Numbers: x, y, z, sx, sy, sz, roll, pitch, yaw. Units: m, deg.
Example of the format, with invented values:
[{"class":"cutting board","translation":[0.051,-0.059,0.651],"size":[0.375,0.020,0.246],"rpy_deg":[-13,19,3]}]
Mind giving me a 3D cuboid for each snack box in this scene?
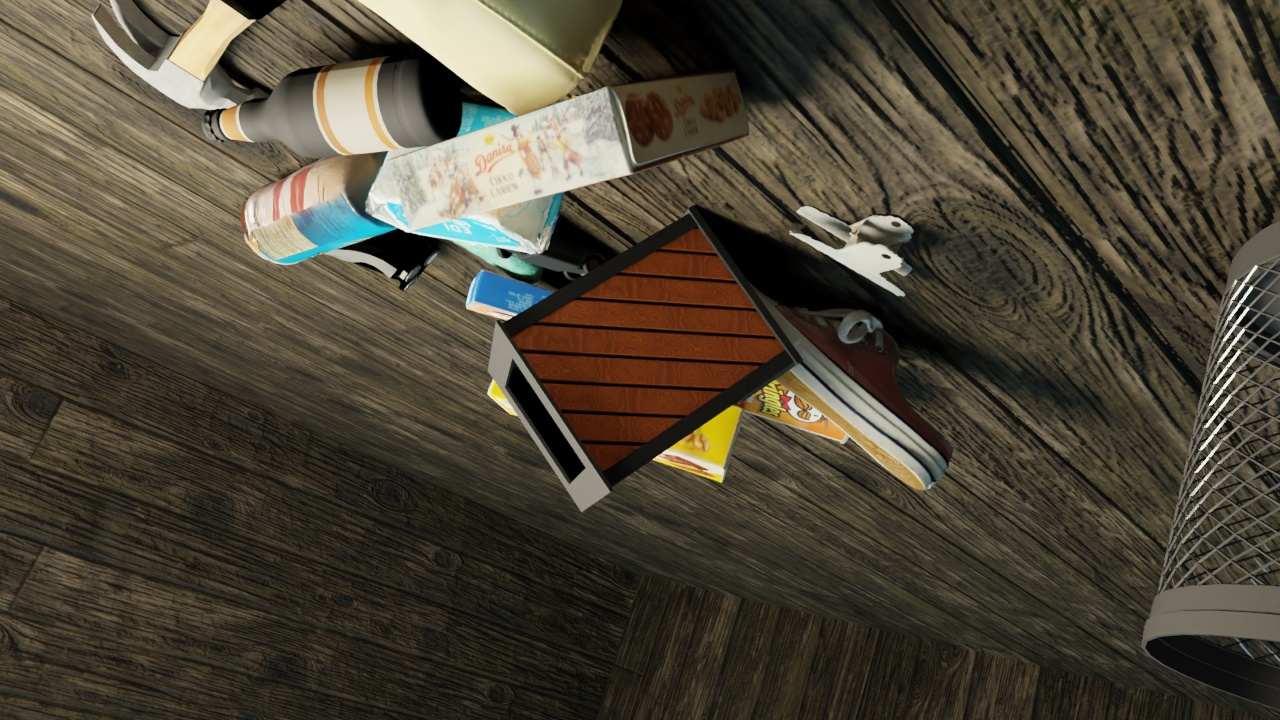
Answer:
[{"class":"snack box","translation":[-0.034,-0.117,0.500],"size":[0.147,0.041,0.142],"rpy_deg":[-7,-164,32]},{"class":"snack box","translation":[-0.020,0.049,0.882],"size":[0.230,0.061,0.110],"rpy_deg":[17,168,8]},{"class":"snack box","translation":[-0.088,-0.046,0.877],"size":[0.151,0.034,0.087],"rpy_deg":[16,176,-14]}]

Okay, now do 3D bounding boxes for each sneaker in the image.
[{"class":"sneaker","translation":[0.166,-0.001,0.750],"size":[0.241,0.088,0.118],"rpy_deg":[40,175,4]}]

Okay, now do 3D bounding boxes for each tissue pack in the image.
[{"class":"tissue pack","translation":[-0.115,-0.128,0.645],"size":[0.144,0.092,0.062],"rpy_deg":[13,164,18]}]

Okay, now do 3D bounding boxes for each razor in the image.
[{"class":"razor","translation":[-0.279,-0.114,0.926],"size":[0.156,0.057,0.060],"rpy_deg":[22,136,17]}]

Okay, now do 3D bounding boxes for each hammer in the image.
[{"class":"hammer","translation":[-0.260,-0.229,0.589],"size":[0.131,0.039,0.329],"rpy_deg":[32,158,-32]}]

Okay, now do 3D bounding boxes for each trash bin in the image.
[{"class":"trash bin","translation":[-0.004,0.004,0.710],"size":[0.139,0.171,0.140],"rpy_deg":[56,162,6]},{"class":"trash bin","translation":[0.390,0.060,0.459],"size":[0.218,0.227,0.218],"rpy_deg":[17,162,6]}]

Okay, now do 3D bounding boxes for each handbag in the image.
[{"class":"handbag","translation":[-0.085,-0.190,0.465],"size":[0.119,0.081,0.111],"rpy_deg":[28,168,-29]}]

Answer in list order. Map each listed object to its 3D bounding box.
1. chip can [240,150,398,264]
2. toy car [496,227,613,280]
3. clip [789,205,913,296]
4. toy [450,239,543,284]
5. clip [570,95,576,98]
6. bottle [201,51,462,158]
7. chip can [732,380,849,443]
[{"class":"chip can","translation":[-0.281,-0.137,0.818],"size":[0.079,0.079,0.230],"rpy_deg":[32,157,-36]},{"class":"toy car","translation":[-0.075,-0.096,0.788],"size":[0.112,0.034,0.046],"rpy_deg":[15,171,-33]},{"class":"clip","translation":[0.160,-0.085,0.629],"size":[0.101,0.050,0.059],"rpy_deg":[25,155,-20]},{"class":"toy","translation":[-0.132,-0.101,0.847],"size":[0.105,0.033,0.085],"rpy_deg":[30,169,-40]},{"class":"clip","translation":[-0.027,-0.149,0.607],"size":[0.054,0.045,0.049],"rpy_deg":[19,-179,-4]},{"class":"bottle","translation":[-0.214,-0.167,0.619],"size":[0.182,0.059,0.059],"rpy_deg":[-2,157,16]},{"class":"chip can","translation":[0.098,0.010,0.862],"size":[0.215,0.075,0.075],"rpy_deg":[17,162,6]}]
